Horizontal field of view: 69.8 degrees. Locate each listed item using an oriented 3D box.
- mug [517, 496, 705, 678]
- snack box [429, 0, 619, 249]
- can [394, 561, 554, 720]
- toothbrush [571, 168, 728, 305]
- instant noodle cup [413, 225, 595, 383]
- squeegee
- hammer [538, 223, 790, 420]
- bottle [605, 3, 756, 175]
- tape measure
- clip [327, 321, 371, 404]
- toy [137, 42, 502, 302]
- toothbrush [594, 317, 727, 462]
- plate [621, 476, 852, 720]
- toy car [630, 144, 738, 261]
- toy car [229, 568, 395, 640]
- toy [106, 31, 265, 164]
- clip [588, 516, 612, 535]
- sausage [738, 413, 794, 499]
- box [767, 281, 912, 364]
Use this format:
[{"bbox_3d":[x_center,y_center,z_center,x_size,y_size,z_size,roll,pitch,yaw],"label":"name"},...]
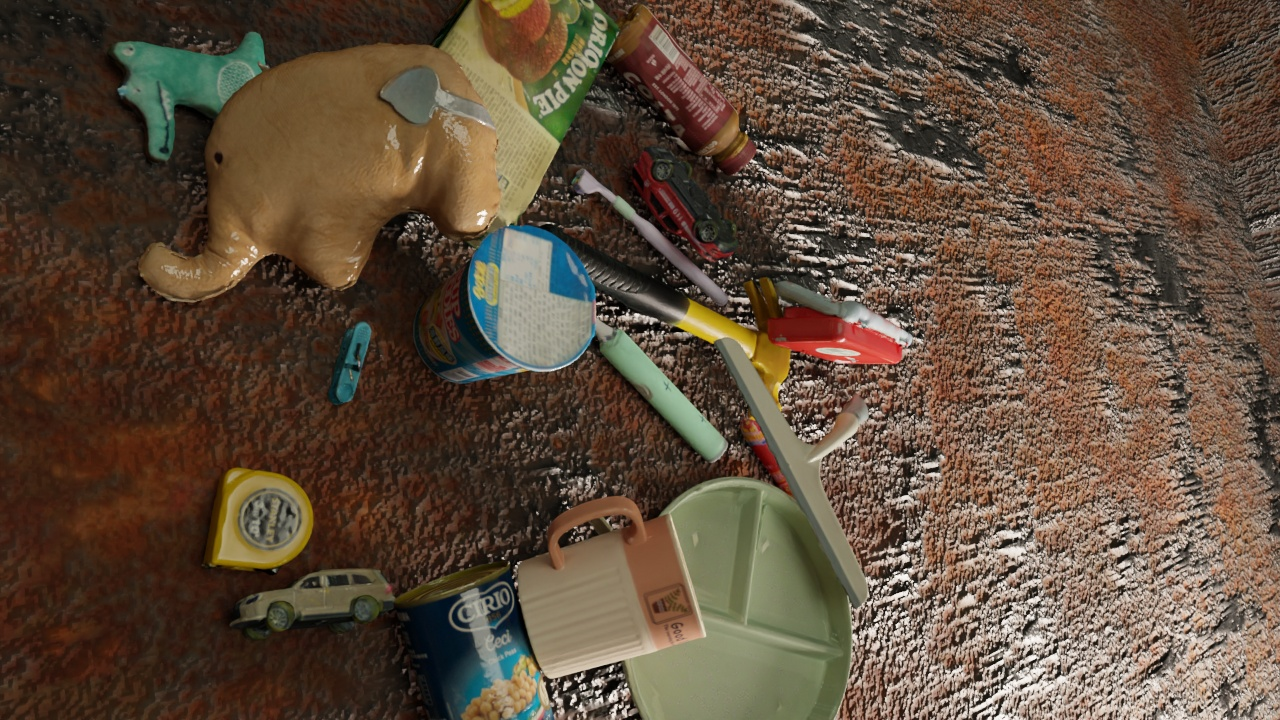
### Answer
[{"bbox_3d":[-0.023,0.142,0.595,0.081,0.106,0.115,-107,180,-62],"label":"mug"},{"bbox_3d":[-0.110,-0.213,0.712,0.114,0.063,0.239,38,55,-26],"label":"snack box"},{"bbox_3d":[-0.103,0.192,0.580,0.075,0.075,0.111,-15,87,-43],"label":"can"},{"bbox_3d":[0.014,-0.104,0.815,0.189,0.021,0.029,37,23,-28],"label":"toothbrush"},{"bbox_3d":[-0.101,-0.028,0.629,0.099,0.110,0.099,13,69,-37],"label":"instant noodle cup"},{"bbox_3d":[0.183,0.064,0.845,0.246,0.039,0.246,62,28,3],"label":"squeegee"},{"bbox_3d":[0.030,-0.044,0.776,0.300,0.033,0.128,23,68,-40],"label":"hammer"},{"bbox_3d":[0.039,-0.247,0.855,0.175,0.058,0.057,43,53,-23],"label":"bottle"},{"bbox_3d":[-0.224,0.095,0.537,0.057,0.029,0.060,16,66,-36],"label":"tape measure"},{"bbox_3d":[-0.191,0.002,0.601,0.014,0.041,0.056,20,67,-33],"label":"clip"},{"bbox_3d":[-0.200,-0.115,0.564,0.226,0.082,0.143,-22,87,-6],"label":"toy"},{"bbox_3d":[-0.004,0.004,0.758,0.224,0.027,0.027,47,54,-20],"label":"toothbrush"},{"bbox_3d":[0.076,0.205,0.709,0.229,0.028,0.230,10,73,-33],"label":"plate"},{"bbox_3d":[0.038,-0.136,0.810,0.120,0.045,0.052,53,28,12],"label":"toy car"},{"bbox_3d":[-0.193,0.143,0.541,0.090,0.042,0.035,4,64,-41],"label":"toy car"},{"bbox_3d":[-0.281,-0.167,0.573,0.091,0.030,0.096,1,83,-36],"label":"toy"},{"bbox_3d":[-0.014,0.165,0.695,0.098,0.034,0.063,38,55,-22],"label":"clip"},{"bbox_3d":[0.135,0.109,0.853,0.156,0.020,0.020,52,50,-15],"label":"sausage"},{"bbox_3d":[0.194,-0.038,0.866,0.201,0.091,0.068,12,81,-58],"label":"box"}]
